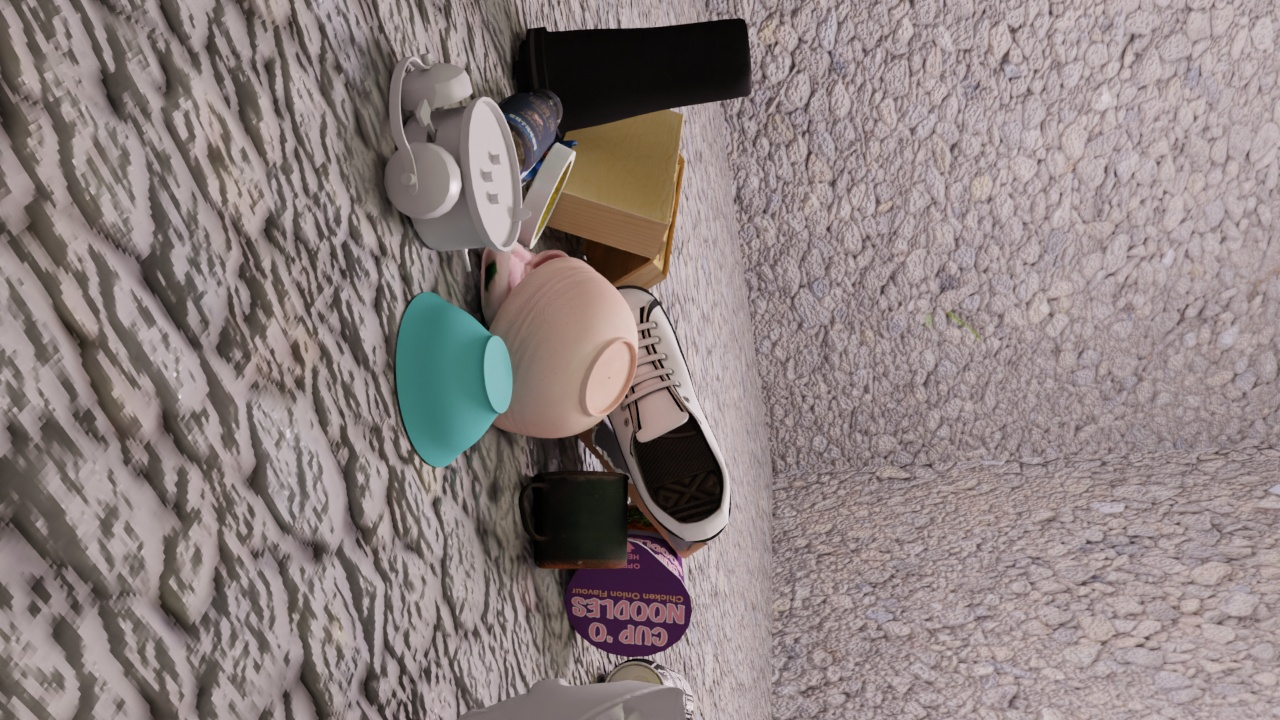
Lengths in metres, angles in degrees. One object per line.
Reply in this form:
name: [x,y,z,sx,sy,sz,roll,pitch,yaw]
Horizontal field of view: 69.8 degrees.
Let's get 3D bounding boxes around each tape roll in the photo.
tape roll: [-0.085,-0.144,0.804,0.094,0.019,0.094,-64,-175,10]

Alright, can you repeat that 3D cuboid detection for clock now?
clock: [-0.126,-0.135,0.623,0.159,0.061,0.119,64,24,-62]

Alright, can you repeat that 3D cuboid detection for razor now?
razor: [-0.099,-0.178,0.842,0.140,0.044,0.018,-61,149,-57]

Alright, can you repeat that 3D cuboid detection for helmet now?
helmet: [-0.054,0.312,0.489,0.281,0.184,0.224,-89,163,-55]

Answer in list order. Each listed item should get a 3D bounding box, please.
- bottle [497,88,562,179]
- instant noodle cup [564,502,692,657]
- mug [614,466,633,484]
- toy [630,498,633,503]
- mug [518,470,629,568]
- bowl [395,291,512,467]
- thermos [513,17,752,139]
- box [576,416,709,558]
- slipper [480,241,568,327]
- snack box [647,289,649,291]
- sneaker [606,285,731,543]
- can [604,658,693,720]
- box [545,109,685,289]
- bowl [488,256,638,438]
bottle: [-0.101,-0.194,0.773,0.160,0.056,0.056,-73,155,-61]
instant noodle cup: [-0.006,0.204,0.925,0.121,0.122,0.137,-76,167,-65]
mug: [0.019,0.114,1.126,0.119,0.096,0.083,52,36,-69]
toy: [0.004,0.229,1.070,0.133,0.076,0.175,51,35,-43]
mug: [-0.062,0.140,0.800,0.110,0.085,0.081,13,72,-45]
bowl: [-0.119,0.012,0.632,0.121,0.046,0.121,-4,89,-78]
thermos: [-0.005,-0.280,0.891,0.106,0.219,0.106,-4,88,-86]
box: [-0.006,0.088,0.939,0.216,0.043,0.150,50,9,-11]
slipper: [-0.085,-0.047,0.798,0.221,0.056,0.106,28,60,-75]
snack box: [-0.017,-0.047,1.049,0.061,0.025,0.149,-53,166,-20]
sneaker: [0.013,0.045,0.808,0.097,0.091,0.245,72,0,-80]
can: [0.009,0.377,1.017,0.146,0.080,0.080,60,28,-63]
box: [-0.020,-0.175,0.990,0.247,0.142,0.185,-80,168,-49]
bowl: [-0.051,0.000,0.733,0.152,0.076,0.153,-41,143,-40]
